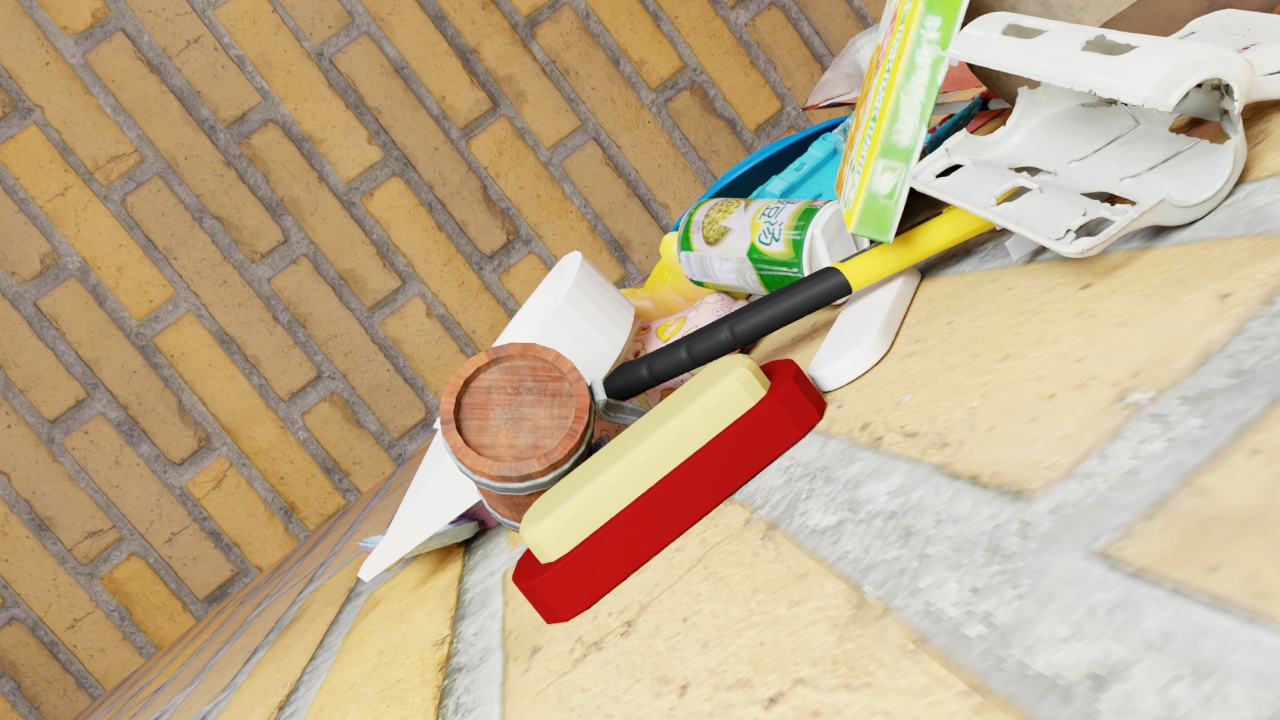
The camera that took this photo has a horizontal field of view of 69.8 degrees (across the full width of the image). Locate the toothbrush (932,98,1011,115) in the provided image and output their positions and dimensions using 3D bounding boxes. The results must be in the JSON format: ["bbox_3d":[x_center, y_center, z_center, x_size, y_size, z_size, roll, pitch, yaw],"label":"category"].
[{"bbox_3d":[0.294,-0.221,0.791,0.017,0.012,0.187,-23,18,-12],"label":"toothbrush"}]

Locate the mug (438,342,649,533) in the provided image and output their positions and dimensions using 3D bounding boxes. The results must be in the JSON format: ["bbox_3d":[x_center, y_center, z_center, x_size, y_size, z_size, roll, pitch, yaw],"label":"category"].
[{"bbox_3d":[-0.046,0.047,0.527,0.117,0.081,0.111,-14,-30,-6],"label":"mug"}]

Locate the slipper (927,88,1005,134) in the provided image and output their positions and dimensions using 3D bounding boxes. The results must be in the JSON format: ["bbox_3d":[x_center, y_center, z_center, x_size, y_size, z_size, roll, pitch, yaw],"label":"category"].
[{"bbox_3d":[0.254,-0.214,0.928,0.249,0.059,0.103,-33,8,23],"label":"slipper"}]

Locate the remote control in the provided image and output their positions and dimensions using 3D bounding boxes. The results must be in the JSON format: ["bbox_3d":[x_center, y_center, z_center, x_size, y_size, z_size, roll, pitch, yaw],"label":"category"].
[{"bbox_3d":[0.122,-0.022,0.492,0.043,0.013,0.136,-33,8,35],"label":"remote control"}]

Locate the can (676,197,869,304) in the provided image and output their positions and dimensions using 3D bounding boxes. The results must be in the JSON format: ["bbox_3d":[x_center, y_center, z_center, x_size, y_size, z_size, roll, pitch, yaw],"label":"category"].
[{"bbox_3d":[0.089,-0.077,0.627,0.121,0.067,0.067,13,45,47],"label":"can"}]

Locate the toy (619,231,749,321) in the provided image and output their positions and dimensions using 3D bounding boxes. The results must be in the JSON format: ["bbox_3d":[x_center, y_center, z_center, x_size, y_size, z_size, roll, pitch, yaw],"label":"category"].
[{"bbox_3d":[0.059,-0.078,0.882,0.135,0.087,0.193,-49,-7,22],"label":"toy"}]

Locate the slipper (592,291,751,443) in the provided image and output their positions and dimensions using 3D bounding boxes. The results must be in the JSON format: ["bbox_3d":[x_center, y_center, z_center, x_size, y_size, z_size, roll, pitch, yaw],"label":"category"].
[{"bbox_3d":[-0.004,0.004,0.695,0.198,0.081,0.093,-37,7,22],"label":"slipper"}]

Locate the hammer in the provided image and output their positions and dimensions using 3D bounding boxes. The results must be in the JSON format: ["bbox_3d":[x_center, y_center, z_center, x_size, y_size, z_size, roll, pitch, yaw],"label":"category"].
[{"bbox_3d":[0.105,-0.042,0.513,0.325,0.029,0.126,-26,12,32],"label":"hammer"}]

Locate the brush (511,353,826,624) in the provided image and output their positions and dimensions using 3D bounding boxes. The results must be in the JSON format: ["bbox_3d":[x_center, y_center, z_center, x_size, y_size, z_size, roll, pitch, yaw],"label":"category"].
[{"bbox_3d":[0.008,0.054,0.448,0.173,0.042,0.082,-38,7,-4],"label":"brush"}]

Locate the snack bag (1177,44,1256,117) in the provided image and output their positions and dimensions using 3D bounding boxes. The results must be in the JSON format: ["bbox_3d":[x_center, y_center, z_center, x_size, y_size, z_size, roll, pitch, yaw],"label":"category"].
[{"bbox_3d":[0.318,-0.155,0.364,0.070,0.016,0.197,-44,9,-29],"label":"snack bag"}]

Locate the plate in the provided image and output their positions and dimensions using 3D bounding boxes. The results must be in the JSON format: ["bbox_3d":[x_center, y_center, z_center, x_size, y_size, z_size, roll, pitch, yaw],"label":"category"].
[{"bbox_3d":[0.119,-0.181,0.909,0.224,0.024,0.224,-29,-7,-4],"label":"plate"}]

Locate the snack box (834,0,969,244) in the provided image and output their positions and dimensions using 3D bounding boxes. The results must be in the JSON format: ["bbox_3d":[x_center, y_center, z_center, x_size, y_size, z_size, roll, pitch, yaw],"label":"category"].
[{"bbox_3d":[0.138,-0.144,0.502,0.167,0.027,0.132,-64,-12,-70],"label":"snack box"}]

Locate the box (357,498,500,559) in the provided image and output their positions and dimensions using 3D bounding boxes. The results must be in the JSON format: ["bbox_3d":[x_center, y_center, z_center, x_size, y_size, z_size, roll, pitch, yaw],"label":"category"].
[{"bbox_3d":[-0.171,0.138,0.821,0.151,0.040,0.215,-26,1,-25],"label":"box"}]

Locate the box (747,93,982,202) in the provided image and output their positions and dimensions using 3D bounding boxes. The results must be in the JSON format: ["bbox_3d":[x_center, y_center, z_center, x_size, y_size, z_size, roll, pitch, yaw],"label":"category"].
[{"bbox_3d":[0.184,-0.139,0.729,0.169,0.086,0.226,-2,33,50],"label":"box"}]

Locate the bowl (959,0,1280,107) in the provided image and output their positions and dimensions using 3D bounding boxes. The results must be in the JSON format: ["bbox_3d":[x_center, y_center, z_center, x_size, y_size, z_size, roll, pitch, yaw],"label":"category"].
[{"bbox_3d":[0.250,-0.186,0.471,0.162,0.070,0.162,-14,-21,-6],"label":"bowl"}]

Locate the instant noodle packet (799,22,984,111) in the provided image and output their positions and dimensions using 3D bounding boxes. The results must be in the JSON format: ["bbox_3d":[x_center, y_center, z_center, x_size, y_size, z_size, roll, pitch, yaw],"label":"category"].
[{"bbox_3d":[0.257,-0.254,0.807,0.164,0.084,0.221,-13,3,-14],"label":"instant noodle packet"}]

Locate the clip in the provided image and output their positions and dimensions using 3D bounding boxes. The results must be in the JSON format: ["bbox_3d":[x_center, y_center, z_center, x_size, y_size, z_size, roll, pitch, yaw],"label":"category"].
[{"bbox_3d":[0.189,-0.113,0.364,0.152,0.105,0.126,-36,31,3],"label":"clip"}]

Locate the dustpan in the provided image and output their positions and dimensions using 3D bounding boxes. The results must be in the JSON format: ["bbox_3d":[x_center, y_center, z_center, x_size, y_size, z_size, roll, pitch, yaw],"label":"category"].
[{"bbox_3d":[-0.116,0.025,0.684,0.258,0.053,0.191,-37,21,27],"label":"dustpan"}]
